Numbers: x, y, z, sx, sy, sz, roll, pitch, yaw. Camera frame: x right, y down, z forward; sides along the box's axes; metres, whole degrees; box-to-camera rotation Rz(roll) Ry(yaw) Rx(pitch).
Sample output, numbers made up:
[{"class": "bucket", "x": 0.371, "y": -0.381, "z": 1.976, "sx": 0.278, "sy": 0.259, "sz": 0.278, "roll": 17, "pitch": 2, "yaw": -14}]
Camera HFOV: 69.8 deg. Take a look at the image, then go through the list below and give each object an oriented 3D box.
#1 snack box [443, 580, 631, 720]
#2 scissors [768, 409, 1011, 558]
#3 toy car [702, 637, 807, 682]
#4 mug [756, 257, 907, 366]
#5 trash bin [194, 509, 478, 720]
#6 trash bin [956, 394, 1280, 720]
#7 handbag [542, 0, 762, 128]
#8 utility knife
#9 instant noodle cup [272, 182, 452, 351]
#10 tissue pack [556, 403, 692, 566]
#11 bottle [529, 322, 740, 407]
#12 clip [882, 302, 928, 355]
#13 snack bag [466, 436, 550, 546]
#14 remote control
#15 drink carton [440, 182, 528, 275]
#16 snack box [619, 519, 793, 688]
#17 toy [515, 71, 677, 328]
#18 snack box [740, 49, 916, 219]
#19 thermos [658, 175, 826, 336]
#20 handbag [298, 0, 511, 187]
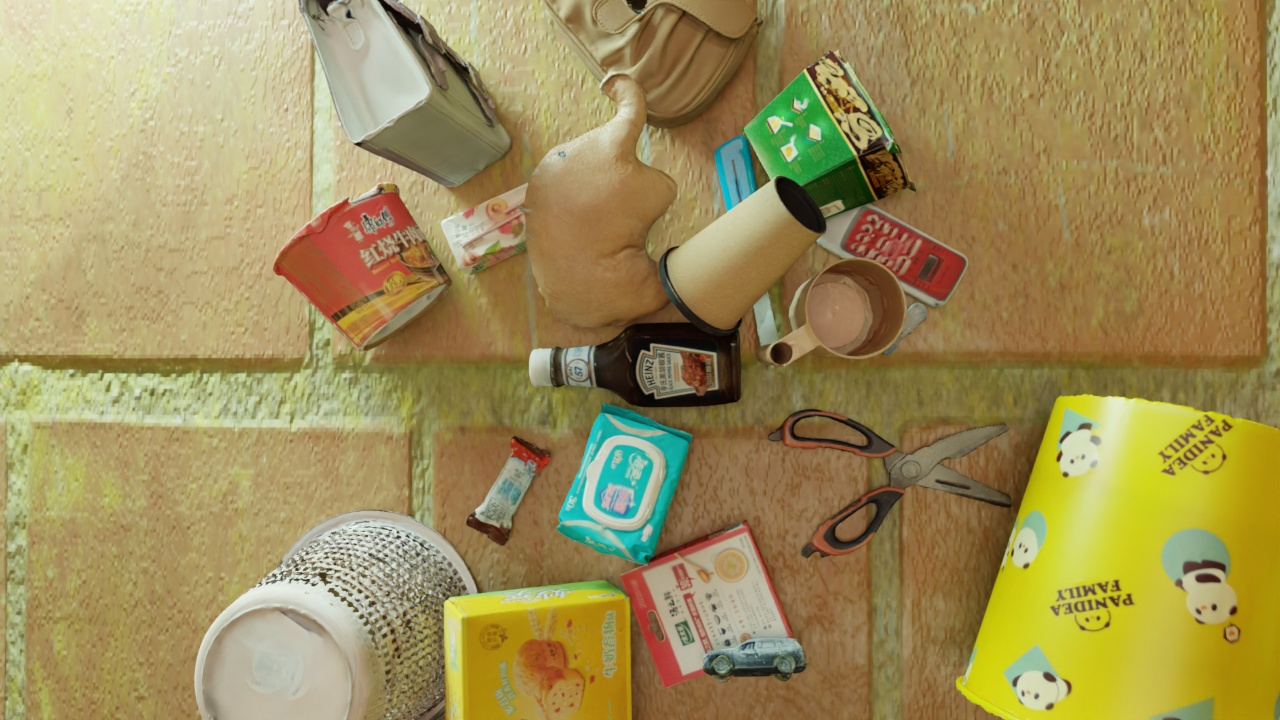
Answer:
[{"class": "snack box", "x": -0.090, "y": 0.314, "z": 0.821, "sx": 0.157, "sy": 0.070, "sz": 0.210, "roll": -1, "pitch": 88, "yaw": -23}, {"class": "scissors", "x": 0.226, "y": 0.101, "z": 0.844, "sx": 0.227, "sy": 0.015, "sz": 0.189, "roll": -40, "pitch": 85, "yaw": 4}, {"class": "toy car", "x": 0.099, "y": 0.261, "z": 0.801, "sx": 0.090, "sy": 0.043, "sz": 0.034, "roll": -4, "pitch": 63, "yaw": 2}, {"class": "mug", "x": 0.160, "y": -0.032, "z": 0.802, "sx": 0.124, "sy": 0.103, "sz": 0.084, "roll": -32, "pitch": 89, "yaw": 0}, {"class": "trash bin", "x": -0.276, "y": 0.258, "z": 0.819, "sx": 0.227, "sy": 0.192, "sz": 0.227, "roll": 0, "pitch": 89, "yaw": 7}, {"class": "trash bin", "x": 0.396, "y": 0.172, "z": 0.723, "sx": 0.230, "sy": 0.229, "sz": 0.255, "roll": 15, "pitch": 86, "yaw": 7}, {"class": "handbag", "x": 0.003, "y": -0.320, "z": 0.835, "sx": 0.148, "sy": 0.099, "sz": 0.204, "roll": -41, "pitch": 88, "yaw": 8}, {"class": "utility knife", "x": 0.105, "y": -0.104, "z": 0.861, "sx": 0.034, "sy": 0.018, "sz": 0.214, "roll": -12, "pitch": 89, "yaw": 6}, {"class": "instant noodle cup", "x": -0.251, "y": -0.081, "z": 0.855, "sx": 0.138, "sy": 0.138, "sz": 0.108, "roll": -37, "pitch": 94, "yaw": 5}, {"class": "tissue pack", "x": -0.014, "y": 0.112, "z": 0.841, "sx": 0.093, "sy": 0.050, "sz": 0.133, "roll": 17, "pitch": 70, "yaw": 8}, {"class": "bottle", "x": -0.005, "y": 0.005, "z": 0.853, "sx": 0.195, "sy": 0.044, "sz": 0.080, "roll": -1, "pitch": 115, "yaw": 8}, {"class": "clip", "x": 0.239, "y": -0.030, "z": 0.841, "sx": 0.057, "sy": 0.032, "sz": 0.025, "roll": -40, "pitch": 83, "yaw": 9}, {"class": "snack bag", "x": -0.126, "y": 0.125, "z": 0.883, "sx": 0.045, "sy": 0.026, "sz": 0.105, "roll": 29, "pitch": 94, "yaw": -2}, {"class": "remote control", "x": 0.230, "y": -0.102, "z": 0.842, "sx": 0.136, "sy": 0.020, "sz": 0.056, "roll": 31, "pitch": 94, "yaw": 7}, {"class": "drink carton", "x": -0.123, "y": -0.131, "z": 0.876, "sx": 0.122, "sy": 0.045, "sz": 0.053, "roll": -23, "pitch": 85, "yaw": 6}, {"class": "snack box", "x": 0.062, "y": 0.224, "z": 0.848, "sx": 0.127, "sy": 0.044, "sz": 0.113, "roll": -22, "pitch": 87, "yaw": 5}, {"class": "toy", "x": -0.038, "y": -0.137, "z": 0.818, "sx": 0.143, "sy": 0.082, "sz": 0.226, "roll": -9, "pitch": 112, "yaw": -15}, {"class": "snack box", "x": 0.162, "y": -0.183, "z": 0.805, "sx": 0.106, "sy": 0.118, "sz": 0.117, "roll": -31, "pitch": 66, "yaw": 17}, {"class": "thermos", "x": 0.084, "y": -0.088, "z": 0.777, "sx": 0.144, "sy": 0.092, "sz": 0.093, "roll": -41, "pitch": 84, "yaw": 34}, {"class": "handbag", "x": -0.203, "y": -0.247, "z": 0.813, "sx": 0.098, "sy": 0.197, "sz": 0.145, "roll": -33, "pitch": 85, "yaw": 8}]
